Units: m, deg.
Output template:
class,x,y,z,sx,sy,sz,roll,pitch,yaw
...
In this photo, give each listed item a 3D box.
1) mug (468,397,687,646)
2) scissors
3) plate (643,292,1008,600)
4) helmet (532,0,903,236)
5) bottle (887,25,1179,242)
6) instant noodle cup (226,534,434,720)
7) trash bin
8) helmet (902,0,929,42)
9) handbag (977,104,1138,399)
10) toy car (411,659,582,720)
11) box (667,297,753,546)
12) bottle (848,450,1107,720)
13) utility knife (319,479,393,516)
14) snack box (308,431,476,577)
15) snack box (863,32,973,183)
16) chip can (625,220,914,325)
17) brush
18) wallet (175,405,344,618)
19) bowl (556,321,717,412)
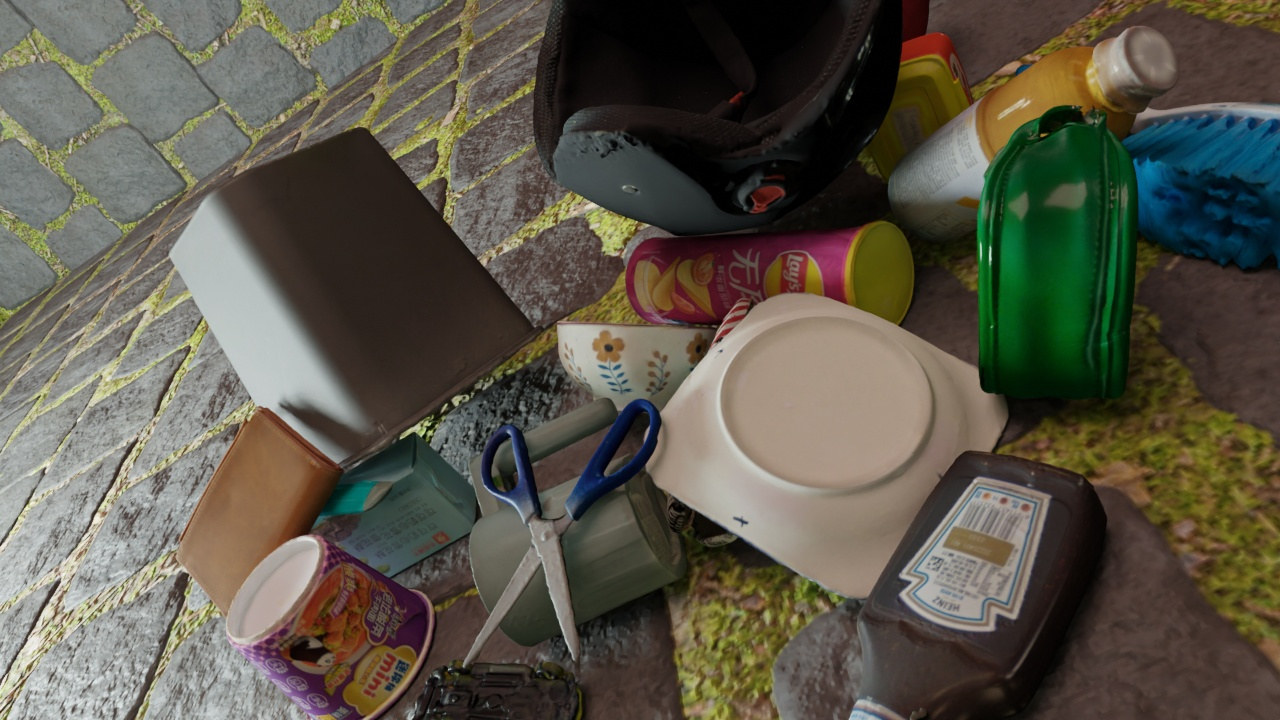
class,x,y,z,sx,sy,sz,roll,pitch,yaw
mug,-0.042,0.094,0.551,0.103,0.083,0.124,-26,69,14
scissors,-0.049,0.085,0.504,0.175,0.012,0.162,-47,43,-7
plate,0.099,0.029,0.494,0.164,0.034,0.164,28,62,27
helmet,0.055,-0.200,0.608,0.275,0.230,0.233,-6,74,33
bottle,0.224,-0.129,0.543,0.067,0.068,0.190,-53,7,-23
instant noodle cup,-0.212,0.178,0.618,0.112,0.099,0.111,-24,36,19
trash bin,-0.234,-0.045,0.742,0.200,0.220,0.198,-26,10,46
helmet,0.129,-0.270,0.773,0.241,0.207,0.143,-26,55,27
handbag,0.212,-0.051,0.464,0.068,0.131,0.119,4,42,27
toy car,-0.080,0.200,0.523,0.105,0.032,0.048,-7,42,22
box,0.047,0.032,0.564,0.075,0.081,0.163,-40,25,56
bottle,0.129,0.128,0.397,0.080,0.044,0.194,11,57,51
utility knife,-0.263,0.106,0.695,0.222,0.013,0.029,-7,46,35
snack box,-0.217,0.131,0.703,0.175,0.074,0.051,-30,33,12
snack box,0.206,-0.190,0.684,0.082,0.091,0.079,-11,34,34
chip can,0.082,-0.058,0.652,0.211,0.071,0.071,5,51,48
brush,0.303,-0.133,0.556,0.109,0.060,0.314,-35,29,-6
wallet,-0.287,0.107,0.671,0.119,0.035,0.130,31,91,34
bowl,-0.004,0.004,0.649,0.114,0.113,0.062,4,92,47
